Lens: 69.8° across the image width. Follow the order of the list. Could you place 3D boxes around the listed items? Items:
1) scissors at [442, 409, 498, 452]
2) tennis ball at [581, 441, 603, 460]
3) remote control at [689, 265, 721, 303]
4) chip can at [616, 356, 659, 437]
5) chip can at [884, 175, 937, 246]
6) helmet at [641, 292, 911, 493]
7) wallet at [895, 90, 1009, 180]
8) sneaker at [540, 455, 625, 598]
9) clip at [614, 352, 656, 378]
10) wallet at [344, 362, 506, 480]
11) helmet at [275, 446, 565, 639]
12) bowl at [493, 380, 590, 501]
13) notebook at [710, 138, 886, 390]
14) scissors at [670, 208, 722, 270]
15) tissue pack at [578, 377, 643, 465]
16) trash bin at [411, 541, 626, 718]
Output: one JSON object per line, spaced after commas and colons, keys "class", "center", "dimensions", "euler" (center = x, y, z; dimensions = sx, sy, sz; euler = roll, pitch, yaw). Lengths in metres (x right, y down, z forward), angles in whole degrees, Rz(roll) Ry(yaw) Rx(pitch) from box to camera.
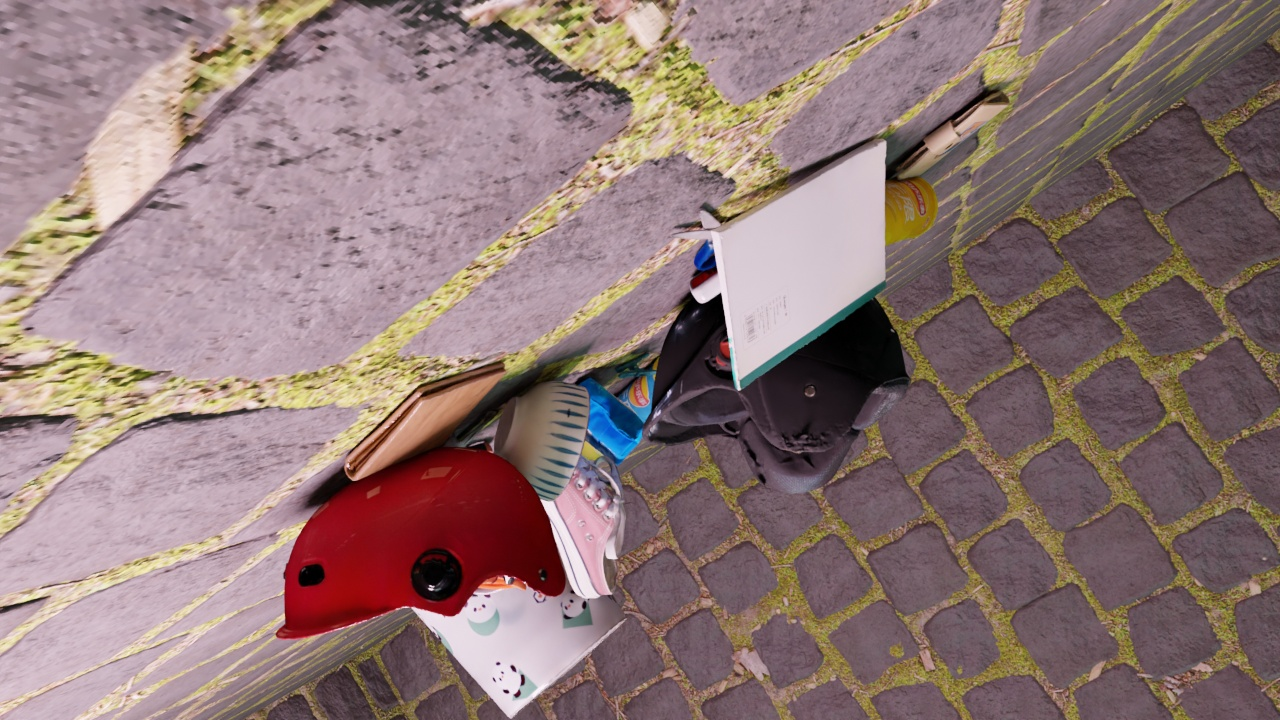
{"class": "scissors", "center": [-0.197, 0.104, 0.950], "dimensions": [0.189, 0.015, 0.224], "euler": [-35, 170, 9]}
{"class": "tennis ball", "center": [-0.066, 0.102, 1.240], "dimensions": [0.065, 0.065, 0.065], "euler": [-32, 171, -6]}
{"class": "remote control", "center": [0.104, -0.101, 0.843], "dimensions": [0.136, 0.020, 0.055], "euler": [-35, -168, 10]}
{"class": "chip can", "center": [-0.003, 0.067, 1.262], "dimensions": [0.071, 0.071, 0.211], "euler": [-26, 169, -41]}
{"class": "chip can", "center": [0.235, -0.147, 0.939], "dimensions": [0.072, 0.072, 0.212], "euler": [-40, 168, 37]}
{"class": "helmet", "center": [0.134, 0.011, 0.948], "dimensions": [0.275, 0.230, 0.233], "euler": [-5, 159, 5]}
{"class": "wallet", "center": [0.317, -0.230, 0.942], "dimensions": [0.115, 0.024, 0.087], "euler": [-39, 175, 39]}
{"class": "sneaker", "center": [-0.060, 0.158, 1.021], "dimensions": [0.088, 0.241, 0.118], "euler": [-12, -160, 18]}
{"class": "clip", "center": [-0.006, 0.008, 1.092], "dimensions": [0.055, 0.037, 0.013], "euler": [-13, 160, -35]}
{"class": "wallet", "center": [-0.168, 0.046, 0.724], "dimensions": [0.116, 0.020, 0.101], "euler": [-42, 170, 32]}
{"class": "helmet", "center": [-0.194, 0.149, 0.794], "dimensions": [0.239, 0.144, 0.207], "euler": [-4, 172, -31]}
{"class": "bowl", "center": [-0.100, 0.071, 0.878], "dimensions": [0.066, 0.116, 0.117], "euler": [18, 148, -18]}
{"class": "notebook", "center": [0.145, -0.084, 0.788], "dimensions": [0.208, 0.012, 0.150], "euler": [-32, 128, -30]}
{"class": "scissors", "center": [0.058, -0.100, 0.756], "dimensions": [0.169, 0.012, 0.144], "euler": [-25, 167, -38]}
{"class": "tissue pack", "center": [-0.041, 0.071, 1.061], "dimensions": [0.052, 0.095, 0.157], "euler": [-49, 175, -12]}
{"class": "trash bin", "center": [-0.165, 0.279, 1.136], "dimensions": [0.229, 0.252, 0.230], "euler": [-39, 167, -11]}
